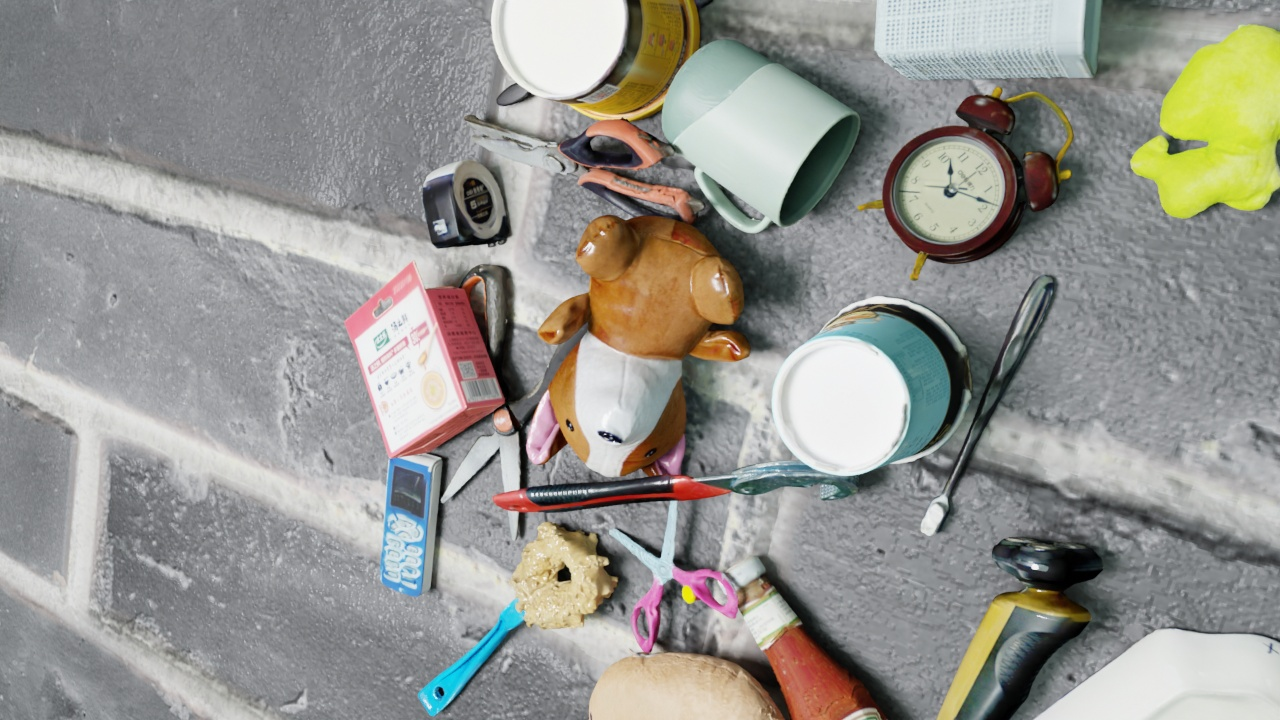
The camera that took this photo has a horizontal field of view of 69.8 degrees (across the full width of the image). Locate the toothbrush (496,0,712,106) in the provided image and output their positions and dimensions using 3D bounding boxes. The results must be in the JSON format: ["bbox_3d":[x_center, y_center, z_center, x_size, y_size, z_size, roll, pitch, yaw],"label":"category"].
[{"bbox_3d":[-0.029,-0.229,0.680,0.189,0.016,0.014,-18,96,25],"label":"toothbrush"}]

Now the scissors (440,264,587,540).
[{"bbox_3d":[-0.100,0.028,0.735,0.228,0.021,0.221,-21,85,27],"label":"scissors"}]

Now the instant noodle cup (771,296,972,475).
[{"bbox_3d":[0.136,0.019,0.556,0.111,0.120,0.111,3,97,27],"label":"instant noodle cup"}]

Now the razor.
[{"bbox_3d":[0.225,0.180,0.572,0.067,0.062,0.168,45,123,49],"label":"razor"}]

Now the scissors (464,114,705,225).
[{"bbox_3d":[-0.052,-0.153,0.665,0.205,0.199,0.015,38,70,-5],"label":"scissors"}]

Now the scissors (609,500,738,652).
[{"bbox_3d":[0.019,0.161,0.675,0.133,0.017,0.135,27,114,42],"label":"scissors"}]

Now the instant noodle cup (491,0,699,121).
[{"bbox_3d":[-0.032,-0.220,0.612,0.118,0.114,0.118,5,106,18],"label":"instant noodle cup"}]

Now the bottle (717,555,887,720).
[{"bbox_3d":[0.122,0.228,0.622,0.060,0.059,0.206,-43,70,24],"label":"bottle"}]

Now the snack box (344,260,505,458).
[{"bbox_3d":[-0.178,0.000,0.746,0.113,0.044,0.127,-30,76,38],"label":"snack box"}]

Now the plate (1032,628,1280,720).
[{"bbox_3d":[0.303,0.277,0.545,0.162,0.034,0.266,47,113,16],"label":"plate"}]

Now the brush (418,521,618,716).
[{"bbox_3d":[-0.110,0.221,0.755,0.083,0.045,0.255,51,119,15],"label":"brush"}]

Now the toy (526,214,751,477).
[{"bbox_3d":[-0.004,0.004,0.631,0.140,0.130,0.200,21,119,-1],"label":"toy"}]

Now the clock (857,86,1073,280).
[{"bbox_3d":[0.197,-0.107,0.548,0.122,0.055,0.082,-38,77,23],"label":"clock"}]

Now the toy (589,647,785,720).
[{"bbox_3d":[0.014,0.279,0.669,0.227,0.082,0.143,-12,83,43],"label":"toy"}]

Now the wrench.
[{"bbox_3d":[0.013,0.090,0.639,0.274,0.056,0.016,-8,61,24],"label":"wrench"}]

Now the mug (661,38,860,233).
[{"bbox_3d":[0.071,-0.140,0.603,0.106,0.082,0.112,38,140,18],"label":"mug"}]

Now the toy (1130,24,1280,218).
[{"bbox_3d":[0.319,-0.130,0.497,0.097,0.031,0.100,-4,94,30],"label":"toy"}]

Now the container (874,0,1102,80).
[{"bbox_3d":[0.198,-0.208,0.520,0.112,0.089,0.090,5,97,29],"label":"container"}]

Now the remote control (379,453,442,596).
[{"bbox_3d":[-0.199,0.140,0.797,0.049,0.024,0.125,12,102,26],"label":"remote control"}]

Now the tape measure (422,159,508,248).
[{"bbox_3d":[-0.137,-0.121,0.715,0.034,0.065,0.066,-10,92,29],"label":"tape measure"}]

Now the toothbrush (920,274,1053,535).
[{"bbox_3d":[0.216,0.031,0.576,0.016,0.018,0.181,27,105,26],"label":"toothbrush"}]
